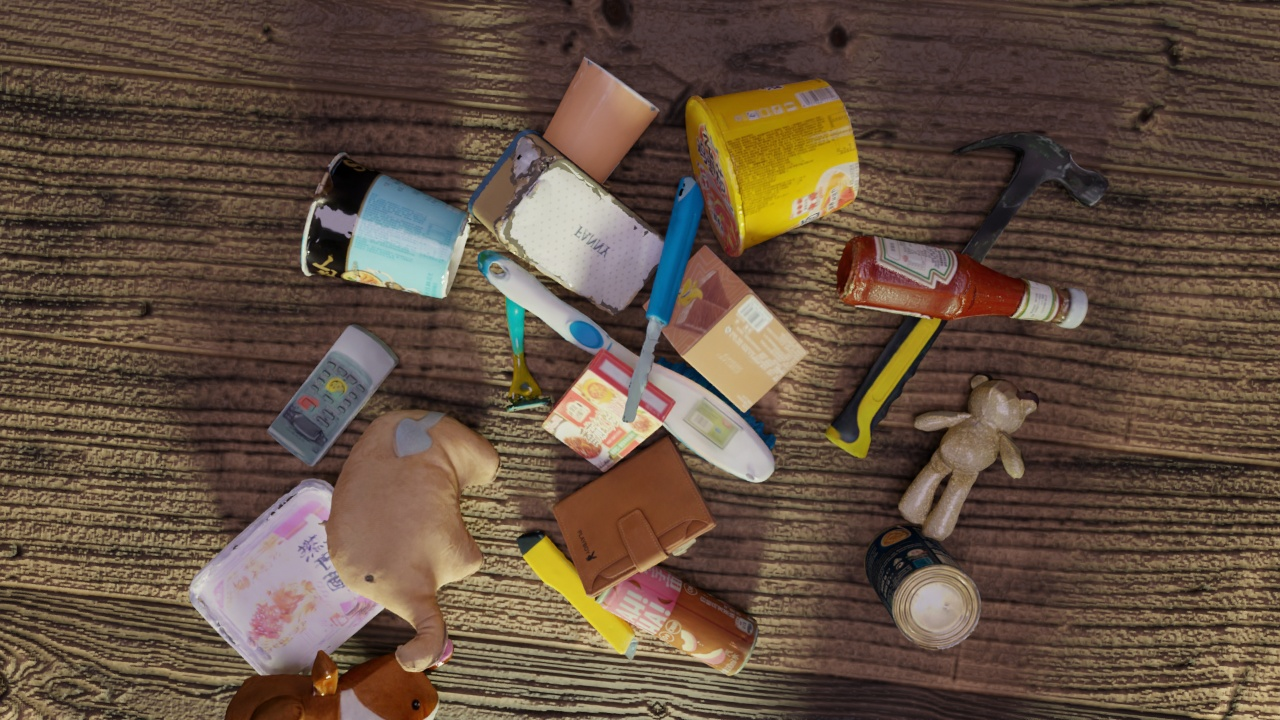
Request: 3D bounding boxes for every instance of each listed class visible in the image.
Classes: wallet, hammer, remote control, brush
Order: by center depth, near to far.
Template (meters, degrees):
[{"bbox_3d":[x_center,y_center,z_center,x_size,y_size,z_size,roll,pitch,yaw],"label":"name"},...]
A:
[{"bbox_3d":[-0.005,0.005,0.798,0.314,0.109,0.060,38,98,-1],"label":"brush"},{"bbox_3d":[0.267,-0.057,0.817,0.126,0.032,0.323,33,98,-2],"label":"hammer"},{"bbox_3d":[-0.007,0.141,0.827,0.132,0.031,0.107,-32,51,6],"label":"wallet"},{"bbox_3d":[-0.285,0.032,0.854,0.056,0.019,0.135,40,97,-3],"label":"remote control"}]

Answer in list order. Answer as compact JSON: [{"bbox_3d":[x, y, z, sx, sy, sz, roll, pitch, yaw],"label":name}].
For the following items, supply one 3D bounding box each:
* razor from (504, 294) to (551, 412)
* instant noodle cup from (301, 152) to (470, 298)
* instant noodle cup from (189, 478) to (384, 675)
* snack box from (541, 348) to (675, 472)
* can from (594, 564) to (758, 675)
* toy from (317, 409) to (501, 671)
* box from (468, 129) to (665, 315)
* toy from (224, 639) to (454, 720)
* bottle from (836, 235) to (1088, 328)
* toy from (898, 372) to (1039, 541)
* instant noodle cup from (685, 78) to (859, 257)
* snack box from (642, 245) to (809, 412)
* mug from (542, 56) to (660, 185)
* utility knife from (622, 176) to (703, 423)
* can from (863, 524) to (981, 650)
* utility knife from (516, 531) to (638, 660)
[{"bbox_3d":[-0.110,-0.020,0.836,0.043,0.028,0.132,-9,101,-20],"label":"razor"},{"bbox_3d":[-0.215,-0.108,0.795,0.120,0.111,0.111,18,98,-7],"label":"instant noodle cup"},{"bbox_3d":[-0.312,0.201,0.858,0.173,0.060,0.138,-41,94,5],"label":"instant noodle cup"},{"bbox_3d":[-0.032,0.047,0.789,0.075,0.153,0.025,36,60,-4],"label":"snack box"},{"bbox_3d":[0.034,0.233,0.851,0.147,0.058,0.058,29,97,-2],"label":"can"},{"bbox_3d":[-0.204,0.150,0.796,0.143,0.083,0.225,10,65,-8],"label":"toy"},{"bbox_3d":[-0.050,-0.107,0.761,0.090,0.184,0.061,-49,51,6],"label":"box"},{"bbox_3d":[-0.262,0.324,0.823,0.130,0.199,0.140,38,114,36],"label":"toy"},{"bbox_3d":[0.271,-0.060,0.772,0.206,0.059,0.060,10,98,-4],"label":"bottle"},{"bbox_3d":[0.289,0.087,0.817,0.105,0.066,0.157,32,89,42],"label":"toy"},{"bbox_3d":[0.109,-0.166,0.763,0.109,0.138,0.138,-17,97,-5],"label":"instant noodle cup"},{"bbox_3d":[0.071,-0.027,0.779,0.077,0.094,0.092,-44,126,7],"label":"snack box"},{"bbox_3d":[-0.049,-0.186,0.792,0.078,0.078,0.123,34,103,-3],"label":"mug"},{"bbox_3d":[0.018,-0.051,0.750,0.018,0.034,0.236,-1,57,29],"label":"utility knife"},{"bbox_3d":[0.247,0.198,0.812,0.075,0.111,0.075,0,97,2],"label":"can"},{"bbox_3d":[-0.058,0.223,0.874,0.033,0.015,0.164,-41,96,12],"label":"utility knife"}]
